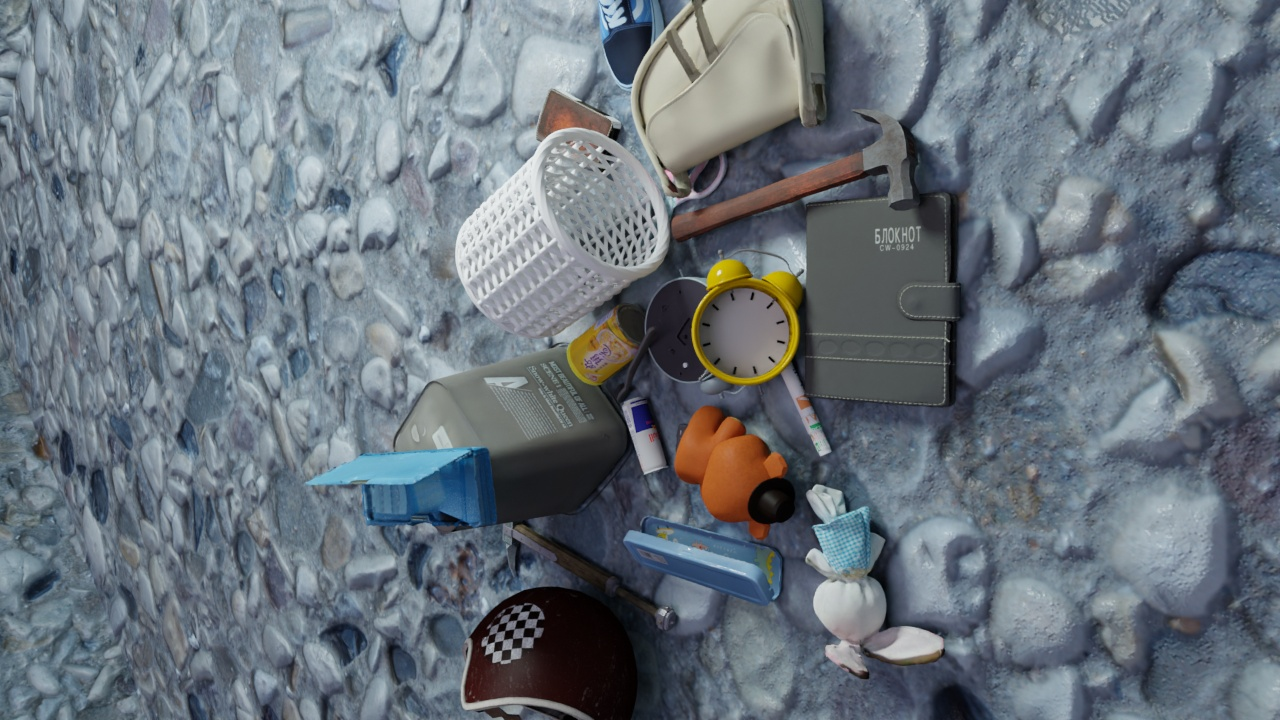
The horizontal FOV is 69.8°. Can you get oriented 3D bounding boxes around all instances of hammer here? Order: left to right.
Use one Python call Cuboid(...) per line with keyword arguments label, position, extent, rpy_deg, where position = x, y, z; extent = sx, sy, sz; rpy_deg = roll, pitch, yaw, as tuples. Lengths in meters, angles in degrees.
Cuboid(label="hammer", position=(-0.077, 0.289, 1.248), extent=(0.317, 0.028, 0.147), rpy_deg=(21, 115, 37))
Cuboid(label="hammer", position=(0.150, -0.178, 0.973), extent=(0.302, 0.028, 0.111), rpy_deg=(-13, 71, 43))

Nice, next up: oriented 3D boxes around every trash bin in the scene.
Cuboid(label="trash bin", position=(-0.170, 0.104, 1.174), extent=(0.197, 0.219, 0.198), rpy_deg=(53, 125, 22))

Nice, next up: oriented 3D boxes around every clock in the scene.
Cuboid(label="clock", position=(0.073, -0.028, 1.065), extent=(0.159, 0.045, 0.123), rpy_deg=(47, 123, 25))
Cuboid(label="clock", position=(0.115, -0.044, 0.989), extent=(0.113, 0.052, 0.152), rpy_deg=(13, 89, 2))

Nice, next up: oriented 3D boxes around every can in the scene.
Cuboid(label="can", position=(-0.037, -0.020, 1.144), extent=(0.105, 0.067, 0.067), rpy_deg=(-36, 72, 37))
Cuboid(label="can", position=(0.005, 0.094, 1.146), extent=(0.032, 0.032, 0.095), rpy_deg=(-25, 79, 40))

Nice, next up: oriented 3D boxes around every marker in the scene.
Cuboid(label="marker", position=(0.173, 0.036, 1.006), extent=(0.017, 0.017, 0.145), rpy_deg=(-33, 74, 38))

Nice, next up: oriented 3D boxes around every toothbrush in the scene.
Cuboid(label="toothbrush", position=(-0.007, 0.007, 1.119), extent=(0.013, 0.012, 0.168), rpy_deg=(64, 152, 23))

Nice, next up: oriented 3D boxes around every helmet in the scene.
Cuboid(label="helmet", position=(-0.118, 0.420, 1.159), extent=(0.234, 0.252, 0.233), rpy_deg=(-24, 122, 25))

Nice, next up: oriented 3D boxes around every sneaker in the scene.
Cuboid(label="sneaker", position=(-0.036, -0.436, 1.066), extent=(0.084, 0.098, 0.241), rpy_deg=(-1, 95, 40))

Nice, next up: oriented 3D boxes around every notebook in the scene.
Cuboid(label="notebook", position=(0.241, -0.060, 0.930), extent=(0.170, 0.029, 0.209), rpy_deg=(4, 100, 41))

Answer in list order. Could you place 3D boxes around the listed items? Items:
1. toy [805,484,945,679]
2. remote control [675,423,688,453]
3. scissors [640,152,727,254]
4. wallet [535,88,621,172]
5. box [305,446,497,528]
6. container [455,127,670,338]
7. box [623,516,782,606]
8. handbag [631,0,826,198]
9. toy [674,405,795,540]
Cuboid(label="toy", position=(0.208, 0.229, 0.957), extent=(0.106, 0.131, 0.205), rpy_deg=(-53, 48, 55))
Cuboid(label="remote control", position=(0.092, 0.109, 1.090), extent=(0.125, 0.009, 0.046), rpy_deg=(13, 104, 39))
Cuboid(label="scissors", position=(0.049, -0.184, 1.085), extent=(0.108, 0.016, 0.179), rpy_deg=(32, 115, 33))
Cuboid(label="wallet", position=(-0.082, -0.295, 1.177), extent=(0.123, 0.019, 0.072), rpy_deg=(35, 117, 32))
Cuboid(label="box", position=(-0.282, 0.153, 1.057), extent=(0.232, 0.110, 0.094), rpy_deg=(-6, 90, 41))
Cuboid(label="container", position=(-0.094, -0.145, 1.091), extent=(0.187, 0.188, 0.189), rpy_deg=(-31, 76, 44))
Cuboid(label="box", position=(0.079, 0.235, 1.111), extent=(0.210, 0.063, 0.069), rpy_deg=(8, 137, 42))
Cuboid(label="handbag", position=(0.080, -0.296, 0.965), extent=(0.230, 0.131, 0.184), rpy_deg=(-22, 85, 39))
Cuboid(label="toy", position=(0.102, 0.126, 1.018), extent=(0.176, 0.096, 0.112), rpy_deg=(47, 126, 57))
